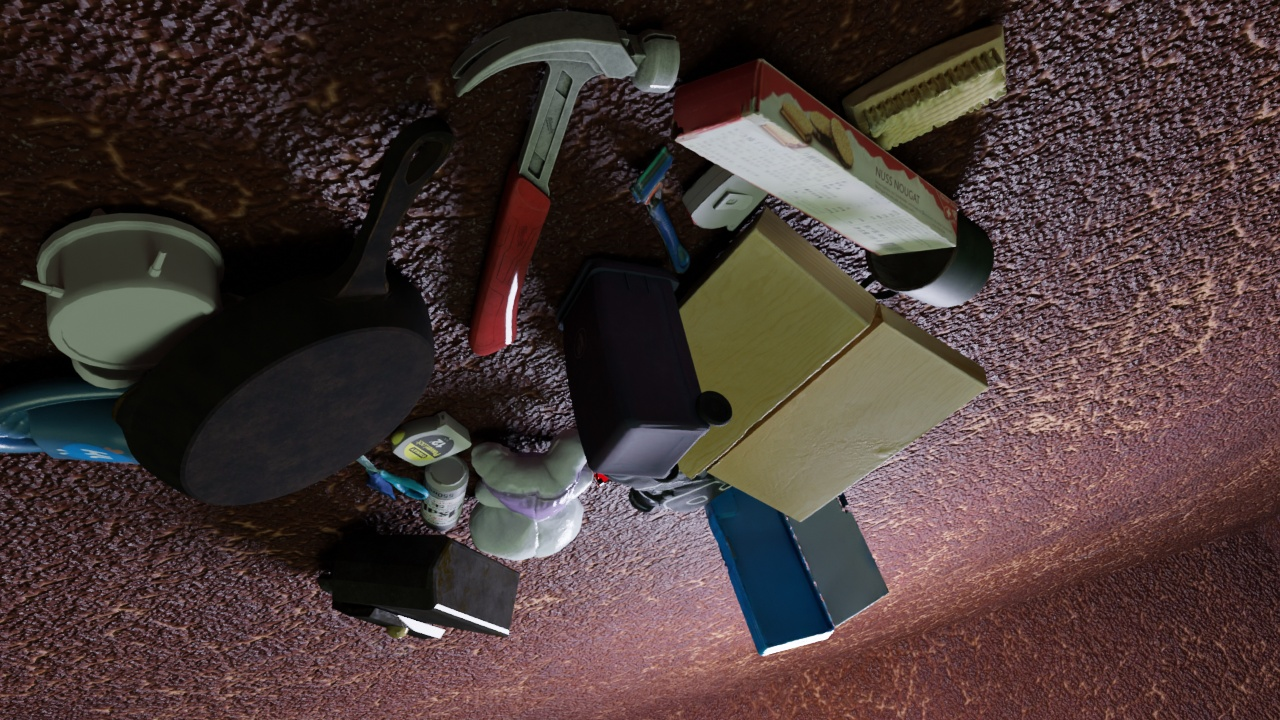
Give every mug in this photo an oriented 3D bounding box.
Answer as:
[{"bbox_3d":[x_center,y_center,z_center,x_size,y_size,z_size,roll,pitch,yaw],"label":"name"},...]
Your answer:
[{"bbox_3d":[0.244,-0.085,0.803,0.081,0.085,0.111,13,137,-45],"label":"mug"}]

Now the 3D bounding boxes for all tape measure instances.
[{"bbox_3d":[-0.201,0.075,0.878,0.065,0.016,0.064,-24,150,7],"label":"tape measure"},{"bbox_3d":[0.067,-0.124,0.692,0.062,0.020,0.060,-2,147,-43],"label":"tape measure"}]

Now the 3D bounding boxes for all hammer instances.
[{"bbox_3d":[-0.085,-0.102,0.642,0.126,0.036,0.317,-2,147,-23],"label":"hammer"}]

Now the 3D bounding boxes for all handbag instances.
[{"bbox_3d":[-0.273,0.263,1.045,0.200,0.102,0.197,0,156,21],"label":"handbag"}]

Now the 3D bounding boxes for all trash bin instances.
[{"bbox_3d":[-0.004,0.004,0.729,0.092,0.160,0.094,6,142,-27],"label":"trash bin"}]

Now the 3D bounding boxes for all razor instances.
[{"bbox_3d":[0.017,-0.107,0.703,0.043,0.018,0.141,-53,155,-14],"label":"razor"}]

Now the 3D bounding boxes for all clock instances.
[{"bbox_3d":[-0.320,-0.032,0.599,0.120,0.061,0.159,-14,154,-10],"label":"clock"}]

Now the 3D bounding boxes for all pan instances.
[{"bbox_3d":[-0.211,-0.014,0.636,0.248,0.043,0.357,-12,147,-53],"label":"pan"}]

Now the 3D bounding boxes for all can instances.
[{"bbox_3d":[-0.205,0.139,0.953,0.044,0.044,0.107,-7,148,-21],"label":"can"}]

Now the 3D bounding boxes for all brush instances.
[{"bbox_3d":[0.207,-0.190,0.654,0.117,0.039,0.049,-25,148,13],"label":"brush"}]

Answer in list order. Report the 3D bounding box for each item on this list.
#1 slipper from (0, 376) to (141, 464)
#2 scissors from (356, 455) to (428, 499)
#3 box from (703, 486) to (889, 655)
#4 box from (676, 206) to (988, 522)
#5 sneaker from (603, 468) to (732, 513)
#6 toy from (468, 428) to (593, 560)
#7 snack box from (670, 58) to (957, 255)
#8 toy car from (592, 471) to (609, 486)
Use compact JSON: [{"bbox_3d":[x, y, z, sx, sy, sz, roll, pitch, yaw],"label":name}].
[{"bbox_3d":[-0.376,0.049,0.686,0.213,0.059,0.104,-4,161,-25],"label":"slipper"},{"bbox_3d":[-0.263,0.105,0.883,0.073,0.016,0.134,-2,148,27],"label":"scissors"},{"bbox_3d":[0.170,0.202,1.073,0.167,0.243,0.075,-26,147,9],"label":"box"},{"bbox_3d":[0.126,0.024,0.823,0.257,0.076,0.248,30,131,-16],"label":"box"},{"bbox_3d":[0.018,0.115,0.983,0.252,0.097,0.151,6,137,-46],"label":"sneaker"},{"bbox_3d":[-0.114,0.151,0.981,0.137,0.085,0.210,-9,150,-15],"label":"toy"},{"bbox_3d":[0.137,-0.137,0.667,0.077,0.044,0.272,-3,166,44],"label":"snack box"},{"bbox_3d":[-0.038,0.111,1.021,0.038,0.025,0.090,-31,157,-14],"label":"toy car"}]
